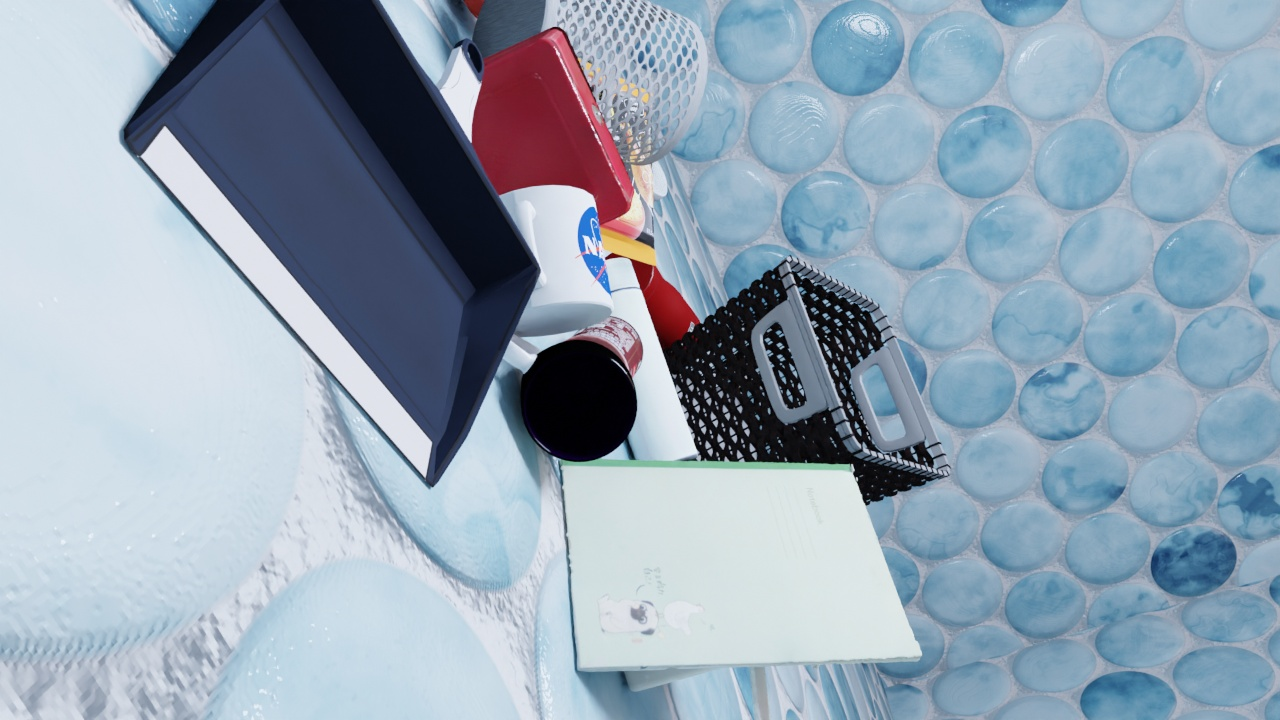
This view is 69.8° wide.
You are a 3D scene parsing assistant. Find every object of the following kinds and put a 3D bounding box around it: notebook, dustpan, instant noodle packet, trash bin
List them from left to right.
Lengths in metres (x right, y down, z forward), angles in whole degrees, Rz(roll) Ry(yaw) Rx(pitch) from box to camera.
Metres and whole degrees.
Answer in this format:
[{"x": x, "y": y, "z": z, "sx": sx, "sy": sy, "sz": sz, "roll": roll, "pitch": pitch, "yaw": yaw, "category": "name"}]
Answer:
[{"x": -0.134, "y": -0.109, "z": 0.525, "sx": 0.272, "sy": 0.080, "sz": 0.236, "roll": -98, "pitch": 163, "yaw": -49, "category": "dustpan"}, {"x": -0.055, "y": -0.291, "z": 0.899, "sx": 0.183, "sy": 0.157, "sz": 0.156, "roll": 10, "pitch": 54, "yaw": -38, "category": "trash bin"}, {"x": -0.044, "y": -0.227, "z": 1.019, "sx": 0.159, "sy": 0.032, "sz": 0.220, "roll": 12, "pitch": 70, "yaw": -40, "category": "instant noodle packet"}, {"x": 0.069, "y": 0.147, "z": 0.697, "sx": 0.181, "sy": 0.252, "sz": 0.010, "roll": -100, "pitch": -162, "yaw": -45, "category": "notebook"}]

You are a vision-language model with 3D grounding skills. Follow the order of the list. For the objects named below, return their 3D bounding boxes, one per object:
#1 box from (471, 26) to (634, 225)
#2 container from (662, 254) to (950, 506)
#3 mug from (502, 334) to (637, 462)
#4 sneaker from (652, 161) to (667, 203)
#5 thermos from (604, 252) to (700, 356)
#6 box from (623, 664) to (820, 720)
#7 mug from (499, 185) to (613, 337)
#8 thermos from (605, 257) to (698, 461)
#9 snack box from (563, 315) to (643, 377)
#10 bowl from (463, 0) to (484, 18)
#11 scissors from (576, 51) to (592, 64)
[{"x": -0.089, "y": -0.177, "z": 0.758, "sx": 0.087, "sy": 0.129, "sz": 0.158, "roll": -84, "pitch": 150, "yaw": -58, "category": "box"}, {"x": 0.175, "y": 0.065, "z": 1.108, "sx": 0.245, "sy": 0.244, "sz": 0.247, "roll": 17, "pitch": 49, "yaw": -47, "category": "container"}, {"x": -0.061, "y": 0.015, "z": 0.695, "sx": 0.119, "sy": 0.085, "sz": 0.100, "roll": 36, "pitch": 5, "yaw": -10, "category": "mug"}, {"x": -0.066, "y": -0.241, "z": 1.110, "sx": 0.235, "sy": 0.088, "sz": 0.089, "roll": 26, "pitch": 49, "yaw": -42, "category": "sneaker"}, {"x": 0.007, "y": -0.069, "z": 1.170, "sx": 0.108, "sy": 0.084, "sz": 0.198, "roll": 37, "pitch": -5, "yaw": 31, "category": "thermos"}, {"x": 0.097, "y": 0.244, "z": 0.717, "sx": 0.143, "sy": 0.188, "sz": 0.105, "roll": 17, "pitch": 54, "yaw": -72, "category": "box"}, {"x": -0.074, "y": -0.076, "z": 0.681, "sx": 0.121, "sy": 0.091, "sz": 0.090, "roll": 57, "pitch": 22, "yaw": -78, "category": "mug"}, {"x": -0.006, "y": 0.006, "z": 0.981, "sx": 0.068, "sy": 0.068, "sz": 0.230, "roll": 23, "pitch": 46, "yaw": -75, "category": "thermos"}, {"x": -0.038, "y": 0.003, "z": 0.816, "sx": 0.121, "sy": 0.072, "sz": 0.072, "roll": -62, "pitch": 130, "yaw": -77, "category": "snack box"}, {"x": -0.171, "y": -0.395, "z": 0.938, "sx": 0.130, "sy": 0.045, "sz": 0.130, "roll": 59, "pitch": 4, "yaw": -8, "category": "bowl"}, {"x": -0.039, "y": -0.293, "z": 1.089, "sx": 0.157, "sy": 0.013, "sz": 0.171, "roll": -20, "pitch": 87, "yaw": -50, "category": "scissors"}]
